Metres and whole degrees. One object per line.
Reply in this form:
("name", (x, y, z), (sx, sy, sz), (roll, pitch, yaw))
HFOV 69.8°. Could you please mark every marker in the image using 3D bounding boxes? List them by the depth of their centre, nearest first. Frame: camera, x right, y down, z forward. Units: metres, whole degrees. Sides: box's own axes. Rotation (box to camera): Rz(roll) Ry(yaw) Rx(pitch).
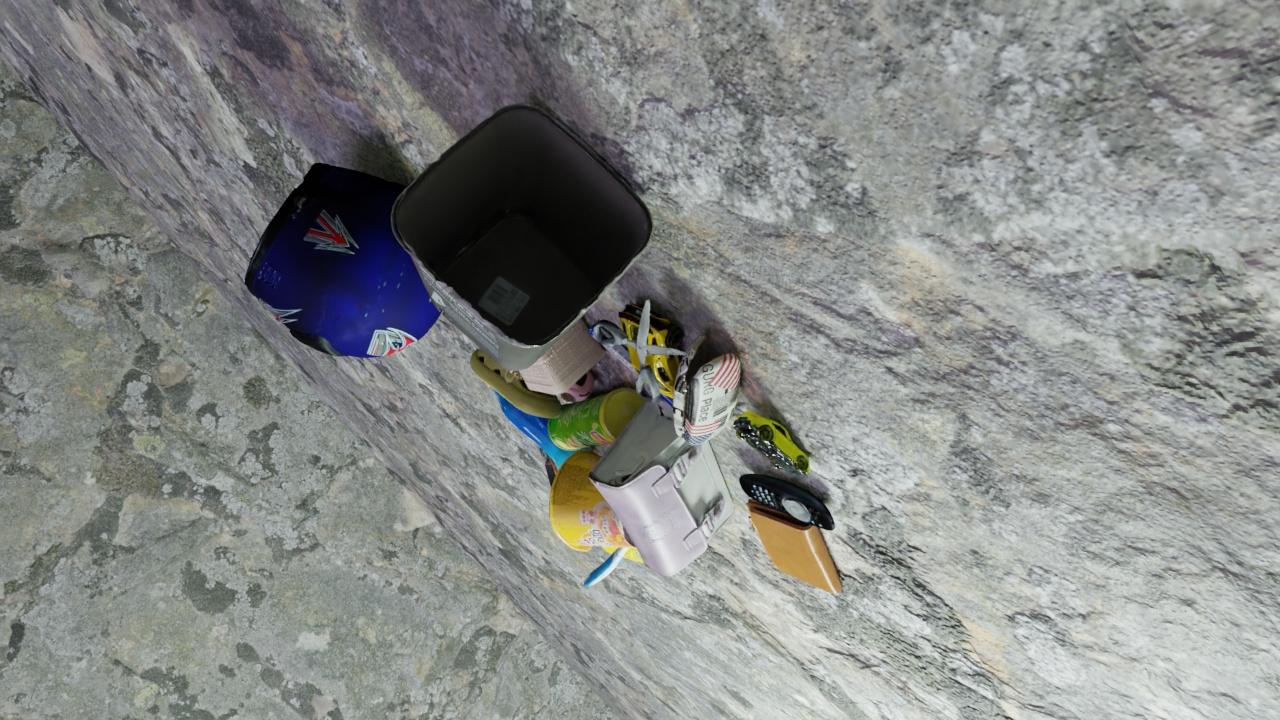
("marker", (-0.007, 0.007, 1.129), (0.146, 0.016, 0.017), (41, 156, 6))

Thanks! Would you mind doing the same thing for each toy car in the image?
("toy car", (0.147, 0.091, 1.006), (0.105, 0.032, 0.048), (42, 159, -23))
("toy car", (0.016, -0.005, 1.046), (0.071, 0.041, 0.156), (30, 153, 31))
("toy car", (-0.120, 0.014, 1.246), (0.122, 0.056, 0.037), (24, 136, -5))

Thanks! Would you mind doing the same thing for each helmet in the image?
("helmet", (-0.384, -0.121, 1.254), (0.240, 0.247, 0.316), (33, 168, -17))

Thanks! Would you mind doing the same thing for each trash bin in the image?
("trash bin", (-0.126, -0.103, 0.943), (0.199, 0.198, 0.220), (44, 162, 2))

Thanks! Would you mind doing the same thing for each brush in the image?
("brush", (-0.025, 0.268, 1.406), (0.109, 0.060, 0.316), (42, 131, -16))

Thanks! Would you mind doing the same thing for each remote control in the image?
("remote control", (0.175, 0.163, 1.085), (0.136, 0.024, 0.053), (18, 143, 43))

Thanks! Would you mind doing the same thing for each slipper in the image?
("slipper", (-0.172, 0.017, 1.344), (0.091, 0.082, 0.190), (17, -166, -45))

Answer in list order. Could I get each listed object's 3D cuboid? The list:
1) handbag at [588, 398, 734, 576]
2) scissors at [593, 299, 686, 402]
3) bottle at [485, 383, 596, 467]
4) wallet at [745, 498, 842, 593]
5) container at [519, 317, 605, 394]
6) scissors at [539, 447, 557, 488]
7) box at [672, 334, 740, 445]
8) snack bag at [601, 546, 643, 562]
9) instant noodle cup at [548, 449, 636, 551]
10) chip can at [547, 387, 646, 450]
("handbag", (0.033, 0.167, 1.169), (0.098, 0.144, 0.197), (24, 150, 43))
("scissors", (-0.001, -0.015, 0.990), (0.159, 0.014, 0.181), (36, 150, 34))
("bottle", (-0.167, 0.089, 1.457), (0.218, 0.065, 0.065), (43, 156, 4))
("wallet", (0.194, 0.235, 1.165), (0.108, 0.031, 0.132), (13, 141, 45))
("container", (-0.121, -0.030, 1.167), (0.090, 0.090, 0.111), (7, 133, 54))
("scissors", (-0.160, 0.178, 1.597), (0.190, 0.015, 0.221), (134, 120, -86))
("box", (0.075, 0.045, 1.004), (0.081, 0.074, 0.164), (27, 150, 15))
("snack bag", (-0.027, 0.266, 1.520), (0.158, 0.068, 0.247), (52, 154, -17))
("instant noodle cup", (-0.040, 0.195, 1.257), (0.110, 0.137, 0.138), (3, 136, 34))
("chip can", (-0.063, 0.085, 1.277), (0.072, 0.072, 0.222), (49, 156, -11))
